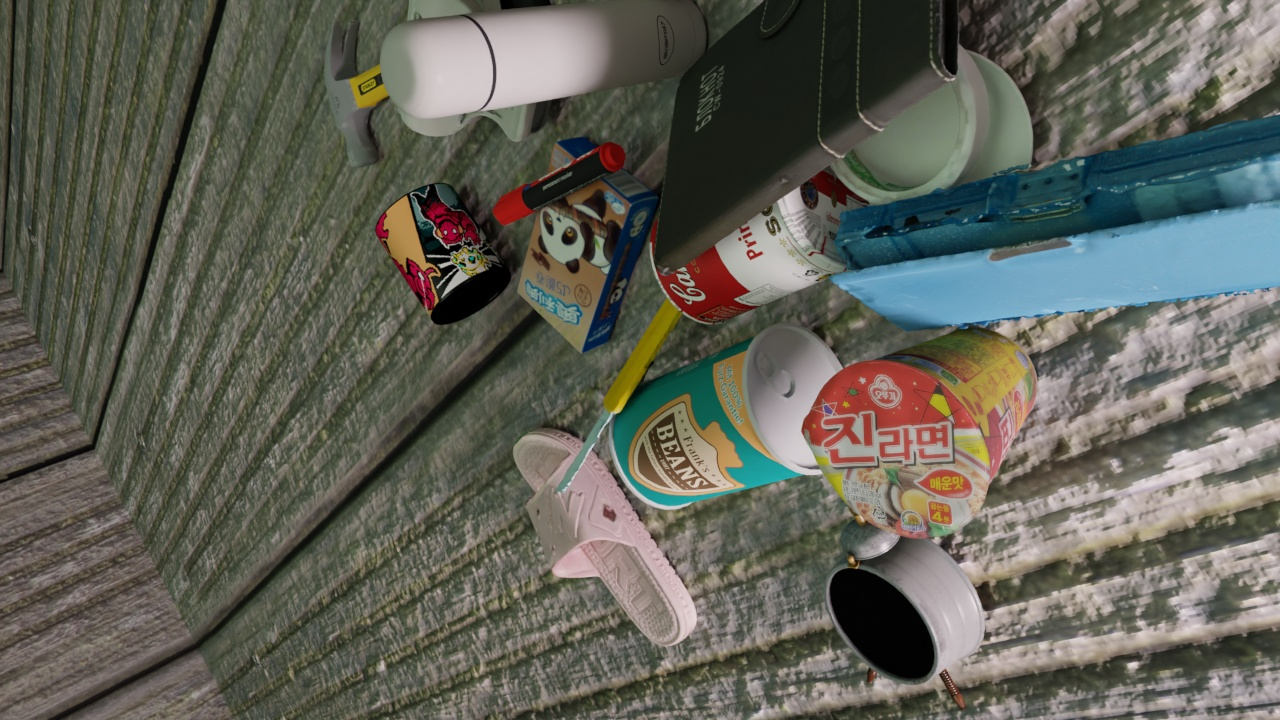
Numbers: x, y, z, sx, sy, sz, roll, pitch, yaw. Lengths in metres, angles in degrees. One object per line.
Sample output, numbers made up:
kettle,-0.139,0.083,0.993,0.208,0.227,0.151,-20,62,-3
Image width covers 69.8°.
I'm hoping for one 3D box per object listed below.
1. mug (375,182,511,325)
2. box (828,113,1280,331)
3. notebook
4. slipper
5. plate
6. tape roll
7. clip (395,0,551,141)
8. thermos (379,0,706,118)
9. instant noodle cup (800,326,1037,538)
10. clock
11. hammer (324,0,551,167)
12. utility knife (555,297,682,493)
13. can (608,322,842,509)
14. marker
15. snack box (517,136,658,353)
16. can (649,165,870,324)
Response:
mug,-0.179,-0.090,0.842,0.098,0.081,0.118,55,165,10
box,0.210,-0.050,0.446,0.232,0.053,0.093,-6,140,44
notebook,0.083,-0.157,0.501,0.210,0.029,0.169,-28,44,46
slipper,-0.045,0.163,0.831,0.239,0.064,0.094,50,136,13
plate,0.167,-0.120,0.505,0.104,0.026,0.104,22,125,37
tape roll,0.139,-0.130,0.494,0.094,0.018,0.094,22,124,37
clip,-0.141,-0.222,0.698,0.152,0.098,0.127,48,141,23
thermos,-0.050,-0.184,0.546,0.052,0.223,0.052,22,123,37
instant noodle cup,0.169,0.030,0.512,0.100,0.112,0.100,22,123,38
clock,0.169,0.151,0.613,0.104,0.056,0.148,-7,109,56
hammer,-0.187,-0.263,0.797,0.324,0.029,0.127,-5,105,46
utility knife,-0.004,0.004,0.656,0.019,0.217,0.030,34,-178,-20
can,0.060,0.043,0.638,0.144,0.099,0.099,-24,91,48
marker,-0.063,-0.132,0.685,0.145,0.021,0.023,-14,67,48
snack box,-0.046,-0.089,0.730,0.087,0.034,0.152,43,134,24
can,0.075,-0.080,0.573,0.117,0.086,0.086,-22,93,49
